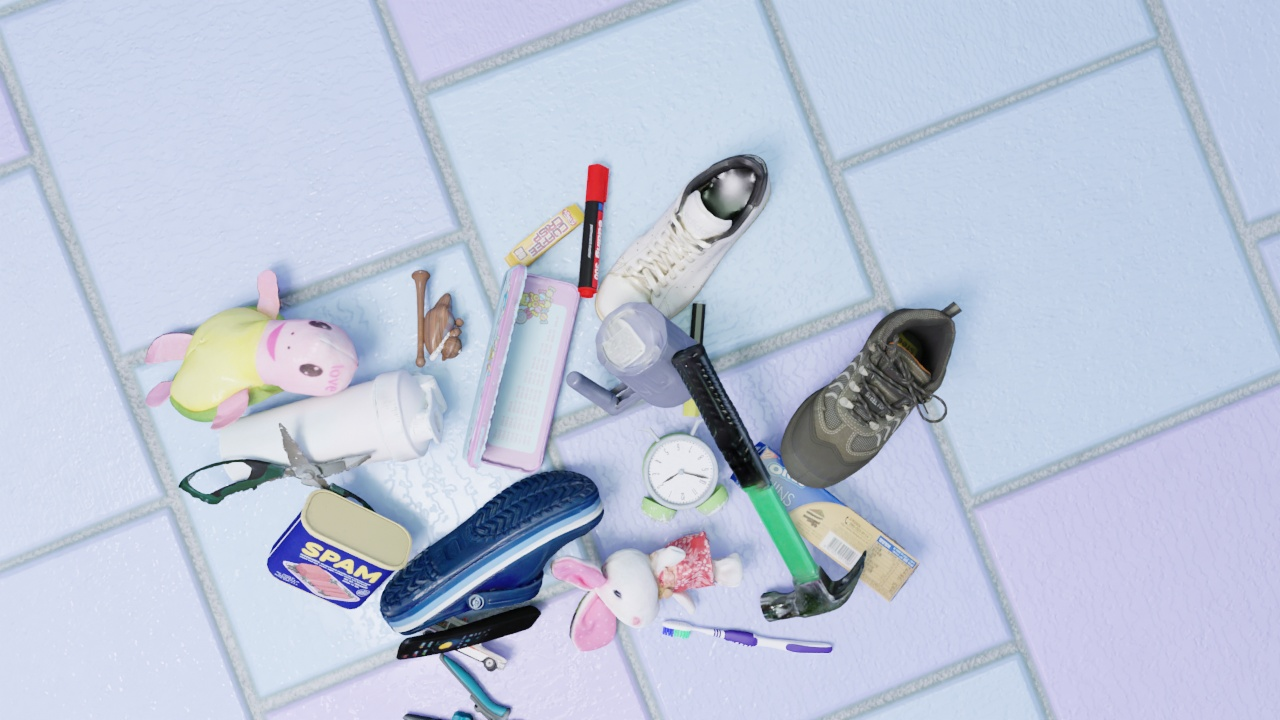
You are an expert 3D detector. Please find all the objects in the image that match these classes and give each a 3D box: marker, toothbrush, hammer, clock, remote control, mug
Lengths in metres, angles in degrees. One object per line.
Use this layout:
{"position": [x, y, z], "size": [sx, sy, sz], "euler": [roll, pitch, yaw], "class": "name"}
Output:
{"position": [-0.050, -0.138, 0.983], "size": [0.023, 0.021, 0.145], "euler": [9, 79, -23], "class": "marker"}
{"position": [0.115, 0.301, 0.991], "size": [0.186, 0.015, 0.016], "euler": [9, 93, -2], "class": "toothbrush"}
{"position": [0.119, 0.125, 0.917], "size": [0.130, 0.032, 0.319], "euler": [-20, 108, 31], "class": "hammer"}
{"position": [0.061, -0.001, 0.995], "size": [0.021, 0.017, 0.124], "euler": [4, 87, -2], "class": "marker"}
{"position": [0.044, 0.125, 0.979], "size": [0.094, 0.042, 0.119], "euler": [-8, 89, 0], "class": "clock"}
{"position": [-0.174, 0.278, 0.940], "size": [0.151, 0.041, 0.020], "euler": [-5, 53, -36], "class": "remote control"}
{"position": [-0.006, 0.005, 0.941], "size": [0.124, 0.104, 0.083], "euler": [-32, 61, 12], "class": "mug"}

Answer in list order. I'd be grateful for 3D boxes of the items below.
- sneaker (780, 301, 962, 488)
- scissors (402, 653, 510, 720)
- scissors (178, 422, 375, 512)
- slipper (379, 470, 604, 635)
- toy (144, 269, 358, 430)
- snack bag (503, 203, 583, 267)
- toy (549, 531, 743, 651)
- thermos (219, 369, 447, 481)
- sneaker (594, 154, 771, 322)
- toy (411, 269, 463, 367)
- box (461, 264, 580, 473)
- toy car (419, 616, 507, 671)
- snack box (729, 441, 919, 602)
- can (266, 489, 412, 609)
{"position": [0.248, 0.033, 0.917], "size": [0.101, 0.143, 0.237], "euler": [41, 76, -1], "class": "sneaker"}
{"position": [-0.181, 0.373, 0.982], "size": [0.156, 0.019, 0.124], "euler": [-4, 90, -3], "class": "scissors"}
{"position": [-0.349, 0.145, 0.940], "size": [0.202, 0.015, 0.202], "euler": [-14, 125, 11], "class": "scissors"}
{"position": [-0.147, 0.206, 0.951], "size": [0.252, 0.105, 0.095], "euler": [-31, 109, -4], "class": "slipper"}
{"position": [-0.403, -0.001, 0.935], "size": [0.238, 0.088, 0.189], "euler": [-9, 53, 13], "class": "toy"}
{"position": [-0.103, -0.132, 0.992], "size": [0.099, 0.020, 0.026], "euler": [-38, 91, -1], "class": "snack bag"}
{"position": [0.009, 0.232, 0.955], "size": [0.194, 0.084, 0.159], "euler": [-11, 130, -7], "class": "toy"}
{"position": [-0.314, 0.069, 0.951], "size": [0.220, 0.099, 0.099], "euler": [-12, 89, 2], "class": "thermos"}
{"position": [0.050, -0.122, 0.954], "size": [0.089, 0.102, 0.241], "euler": [43, 89, 0], "class": "sneaker"}
{"position": [-0.216, -0.043, 0.977], "size": [0.054, 0.042, 0.101], "euler": [0, 82, -16], "class": "toy"}
{"position": [-0.127, 0.010, 0.953], "size": [0.089, 0.092, 0.214], "euler": [13, 89, -1], "class": "box"}
{"position": [-0.191, 0.294, 0.976], "size": [0.113, 0.039, 0.039], "euler": [25, 67, -1], "class": "toy car"}
{"position": [0.194, 0.168, 0.975], "size": [0.207, 0.056, 0.057], "euler": [38, 90, -1], "class": "snack box"}
{"position": [-0.308, 0.196, 0.934], "size": [0.116, 0.056, 0.092], "euler": [32, 121, -22], "class": "can"}
